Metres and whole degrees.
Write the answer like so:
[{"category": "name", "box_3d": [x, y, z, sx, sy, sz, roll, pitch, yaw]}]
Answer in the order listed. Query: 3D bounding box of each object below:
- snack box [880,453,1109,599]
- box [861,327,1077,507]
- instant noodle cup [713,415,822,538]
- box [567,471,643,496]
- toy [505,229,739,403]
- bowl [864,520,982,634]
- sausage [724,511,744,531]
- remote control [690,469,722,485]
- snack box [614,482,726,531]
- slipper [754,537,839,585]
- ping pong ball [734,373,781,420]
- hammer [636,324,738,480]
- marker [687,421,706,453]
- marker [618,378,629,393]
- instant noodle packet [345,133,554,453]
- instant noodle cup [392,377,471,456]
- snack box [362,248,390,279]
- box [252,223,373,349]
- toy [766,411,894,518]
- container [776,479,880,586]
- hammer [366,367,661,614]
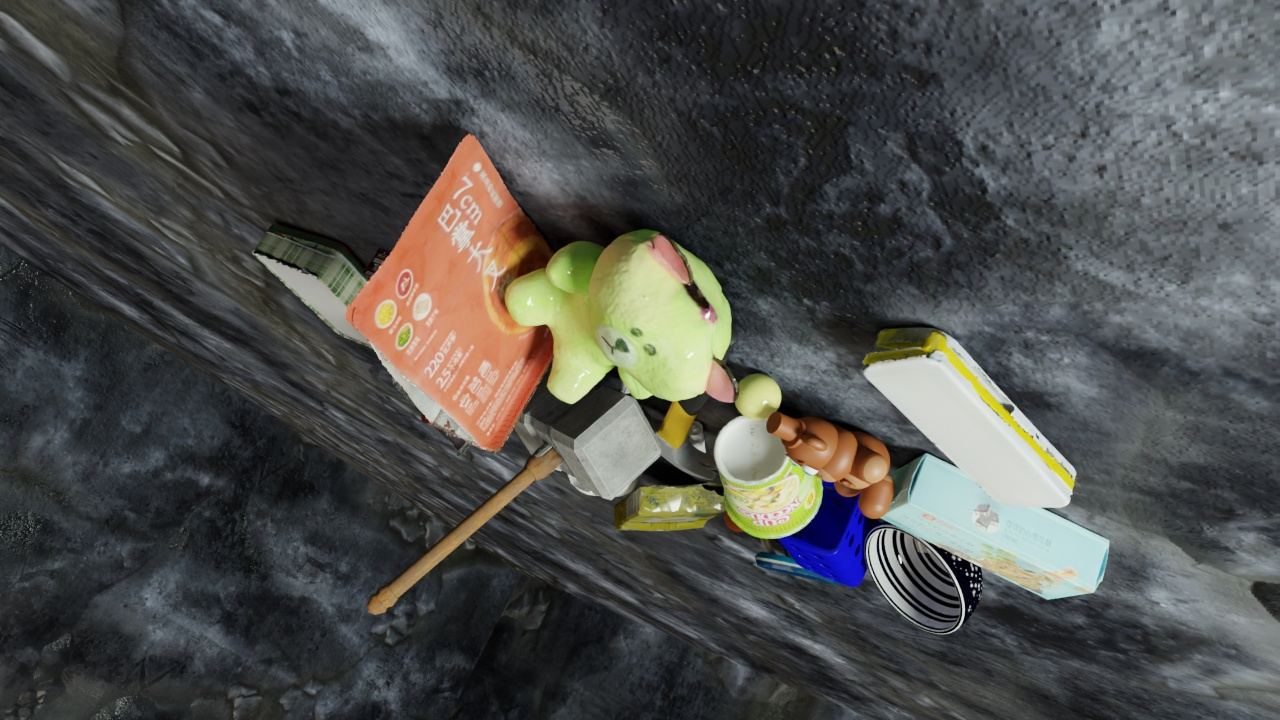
[{"category": "snack box", "box_3d": [0.301, 0.145, 0.794, 0.174, 0.053, 0.075, 25, 160, 3]}, {"category": "box", "box_3d": [0.237, 0.047, 0.654, 0.209, 0.037, 0.065, 39, 155, -30]}, {"category": "instant noodle cup", "box_3d": [0.114, 0.104, 0.858, 0.099, 0.098, 0.108, 17, 159, 27]}, {"category": "box", "box_3d": [-0.043, 0.105, 1.122, 0.084, 0.126, 0.155, 25, -179, 17]}, {"category": "toy", "box_3d": [-0.005, -0.033, 0.684, 0.197, 0.107, 0.150, -3, 124, 40]}, {"category": "bowl", "box_3d": [0.290, 0.201, 0.910, 0.120, 0.066, 0.120, 41, 145, 36]}, {"category": "sausage", "box_3d": [0.152, 0.185, 1.100, 0.039, 0.044, 0.165, 67, 156, 0]}, {"category": "remote control", "box_3d": [0.117, 0.141, 1.077, 0.147, 0.015, 0.033, 5, 151, 47]}, {"category": "snack box", "box_3d": [0.039, 0.196, 1.202, 0.121, 0.045, 0.181, 1, 164, -11]}, {"category": "slipper", "box_3d": [0.201, 0.244, 1.155, 0.118, 0.060, 0.295, 14, 170, 15]}, {"category": "ping pong ball", "box_3d": [0.100, 0.031, 0.783, 0.040, 0.040, 0.040, 24, 161, 9]}, {"category": "hammer", "box_3d": [0.045, 0.036, 0.860, 0.127, 0.029, 0.324, 40, 159, 10]}, {"category": "marker", "box_3d": [0.066, 0.100, 1.035, 0.020, 0.017, 0.134, 47, 168, 23]}, {"category": "marker", "box_3d": [-0.005, 0.005, 0.889, 0.017, 0.017, 0.146, 27, 161, 1]}, {"category": "instant noodle packet", "box_3d": [-0.135, -0.046, 0.709, 0.084, 0.164, 0.221, 23, 161, 18]}, {"category": "instant noodle cup", "box_3d": [-0.201, 0.019, 1.027, 0.112, 0.137, 0.137, 40, 159, -6]}, {"category": "snack box", "box_3d": [-0.212, -0.068, 0.949, 0.141, 0.031, 0.051, 21, 160, 18]}, {"category": "box", "box_3d": [-0.355, -0.079, 1.086, 0.118, 0.050, 0.206, 21, 160, 24]}, {"category": "toy", "box_3d": [0.158, 0.082, 0.778, 0.127, 0.065, 0.095, 24, -178, -26]}, {"category": "container", "box_3d": [0.194, 0.173, 0.957, 0.085, 0.084, 0.113, 16, 159, 34]}, {"category": "hammer", "box_3d": [-0.147, 0.144, 0.934, 0.163, 0.317, 0.083, 19, 143, 54]}]
